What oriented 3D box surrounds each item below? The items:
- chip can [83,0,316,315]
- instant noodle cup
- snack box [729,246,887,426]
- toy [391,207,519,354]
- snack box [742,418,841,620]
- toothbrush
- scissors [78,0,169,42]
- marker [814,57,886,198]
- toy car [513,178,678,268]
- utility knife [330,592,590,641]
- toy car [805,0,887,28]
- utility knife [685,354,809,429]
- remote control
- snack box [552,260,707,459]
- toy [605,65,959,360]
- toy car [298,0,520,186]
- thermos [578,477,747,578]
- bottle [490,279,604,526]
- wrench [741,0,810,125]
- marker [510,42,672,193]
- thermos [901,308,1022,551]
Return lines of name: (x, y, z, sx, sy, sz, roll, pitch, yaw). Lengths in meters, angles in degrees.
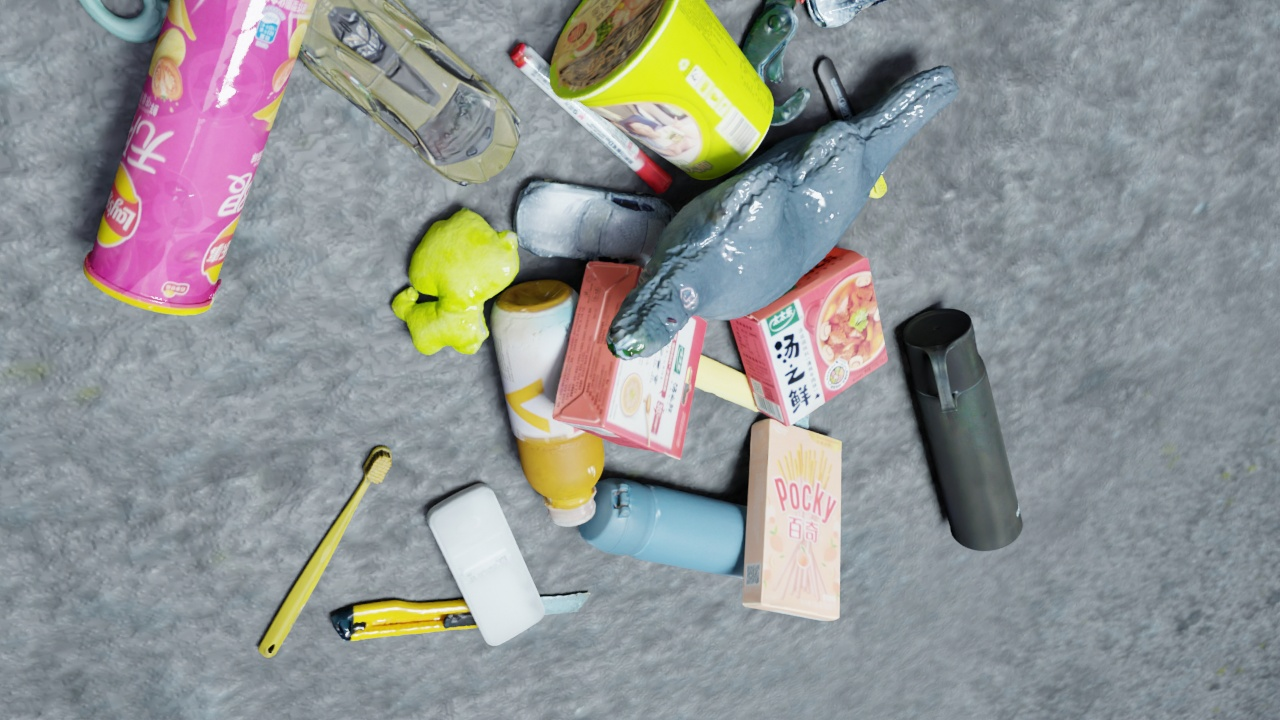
chip can: (-0.247, -0.133, 0.517, 0.071, 0.071, 0.211, 18, 110, -28)
instant noodle cup: (0.022, -0.184, 0.604, 0.123, 0.111, 0.112, 32, 97, -39)
snack box: (0.134, -0.030, 0.739, 0.113, 0.044, 0.127, -31, 121, -17)
toy: (-0.127, -0.053, 0.625, 0.097, 0.031, 0.100, -1, 96, 14)
snack box: (0.130, 0.134, 0.777, 0.084, 0.026, 0.157, 17, 67, -28)
toothbrush: (-0.236, 0.146, 0.687, 0.015, 0.016, 0.190, 28, 100, -29)
scissors: (-0.234, -0.255, 0.512, 0.169, 0.019, 0.171, 8, 108, -24)
marker: (0.164, -0.179, 0.712, 0.018, 0.015, 0.124, -38, 120, -9)
toy car: (-0.030, -0.096, 0.656, 0.120, 0.037, 0.054, 5, 110, -21)
utility knife: (-0.142, 0.207, 0.754, 0.215, 0.015, 0.033, 1, 114, -24)
toy car: (0.166, -0.278, 0.660, 0.105, 0.031, 0.049, -28, 121, -10)
utility knife: (0.068, 0.020, 0.757, 0.204, 0.021, 0.031, 24, 105, -23)
remote control: (-0.122, 0.163, 0.732, 0.055, 0.020, 0.136, -27, 114, -18)
snack box: (-0.004, 0.004, 0.663, 0.127, 0.044, 0.113, 32, 67, -60)
toy: (0.090, -0.097, 0.644, 0.355, 0.138, 0.091, -39, 89, -28)
toy car: (-0.140, -0.172, 0.575, 0.158, 0.042, 0.070, 37, 96, -33)
thermos: (0.053, 0.148, 0.783, 0.220, 0.070, 0.070, 16, 105, -27)
bottle: (-0.064, 0.037, 0.681, 0.068, 0.068, 0.190, -15, 117, -16)
wrench: (0.120, -0.299, 0.626, 0.016, 0.056, 0.274, -12, 119, -61)
marker: (-0.032, -0.166, 0.636, 0.145, 0.017, 0.017, 37, 95, -30)
thermos: (0.292, 0.074, 0.837, 0.069, 0.089, 0.243, -8, 124, 28)
